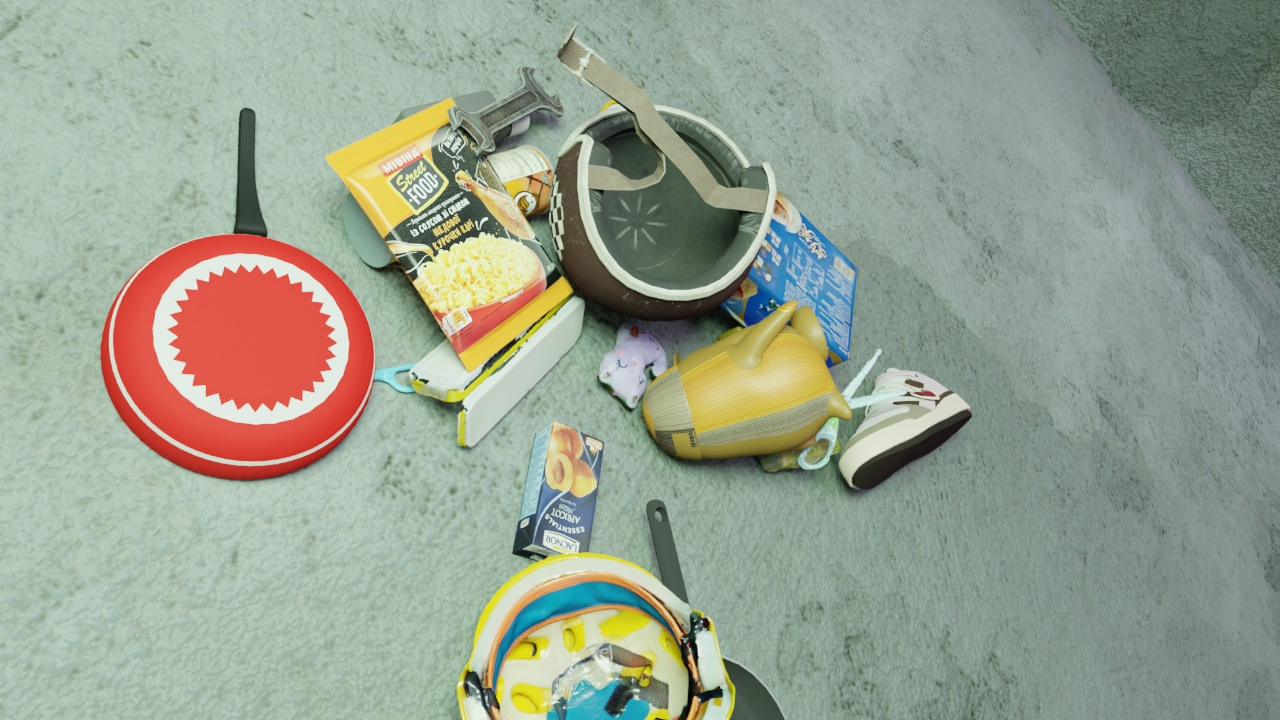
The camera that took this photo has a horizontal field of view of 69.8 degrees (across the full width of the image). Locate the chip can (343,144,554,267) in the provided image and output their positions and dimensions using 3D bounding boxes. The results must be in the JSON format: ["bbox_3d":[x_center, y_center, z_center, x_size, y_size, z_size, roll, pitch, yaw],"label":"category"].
[{"bbox_3d":[-0.185,-0.159,0.922,0.214,0.075,0.075,-29,86,-43],"label":"chip can"}]

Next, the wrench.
[{"bbox_3d":[-0.135,-0.262,0.954,0.070,0.010,0.272,51,25,-13],"label":"wrench"}]

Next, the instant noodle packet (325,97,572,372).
[{"bbox_3d":[-0.167,-0.120,0.850,0.159,0.032,0.221,-44,108,-43],"label":"instant noodle packet"}]

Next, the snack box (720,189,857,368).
[{"bbox_3d":[0.168,-0.102,1.098,0.202,0.069,0.154,37,49,-28],"label":"snack box"}]

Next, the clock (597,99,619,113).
[{"bbox_3d":[-0.014,-0.258,1.117,0.113,0.052,0.151,39,39,-14],"label":"clock"}]

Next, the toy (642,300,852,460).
[{"bbox_3d":[0.102,0.035,0.988,0.162,0.203,0.199,-109,-177,-52],"label":"toy"}]

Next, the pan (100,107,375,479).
[{"bbox_3d":[-0.331,-0.076,0.777,0.208,0.067,0.355,5,67,-31],"label":"pan"}]

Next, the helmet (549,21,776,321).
[{"bbox_3d":[0.012,-0.157,0.911,0.233,0.254,0.234,6,89,-12],"label":"helmet"}]

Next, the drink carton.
[{"bbox_3d":[-0.078,0.130,0.879,0.064,0.040,0.129,25,54,-26],"label":"drink carton"}]

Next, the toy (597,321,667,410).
[{"bbox_3d":[-0.006,0.006,1.004,0.080,0.037,0.099,42,47,-23],"label":"toy"}]

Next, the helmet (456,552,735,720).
[{"bbox_3d":[-0.036,0.287,0.749,0.209,0.140,0.240,-11,32,-13],"label":"helmet"}]

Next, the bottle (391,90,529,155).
[{"bbox_3d":[-0.186,-0.237,0.958,0.173,0.084,0.046,-33,89,-44],"label":"bottle"}]

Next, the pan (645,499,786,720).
[{"bbox_3d":[0.045,0.311,0.877,0.203,0.044,0.355,1,67,-38],"label":"pan"}]

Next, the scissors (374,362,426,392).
[{"bbox_3d":[-0.253,0.001,0.831,0.135,0.015,0.135,13,65,-32],"label":"scissors"}]

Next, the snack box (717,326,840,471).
[{"bbox_3d":[0.170,0.045,1.118,0.121,0.045,0.180,-7,75,-43],"label":"snack box"}]

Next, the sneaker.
[{"bbox_3d":[0.324,0.070,1.183,0.293,0.112,0.116,-16,59,-47],"label":"sneaker"}]

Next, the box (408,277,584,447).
[{"bbox_3d":[-0.140,-0.012,0.902,0.080,0.080,0.208,26,44,14],"label":"box"}]

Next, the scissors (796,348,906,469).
[{"bbox_3d":[0.227,0.047,1.069,0.139,0.028,0.170,42,76,-1],"label":"scissors"}]
